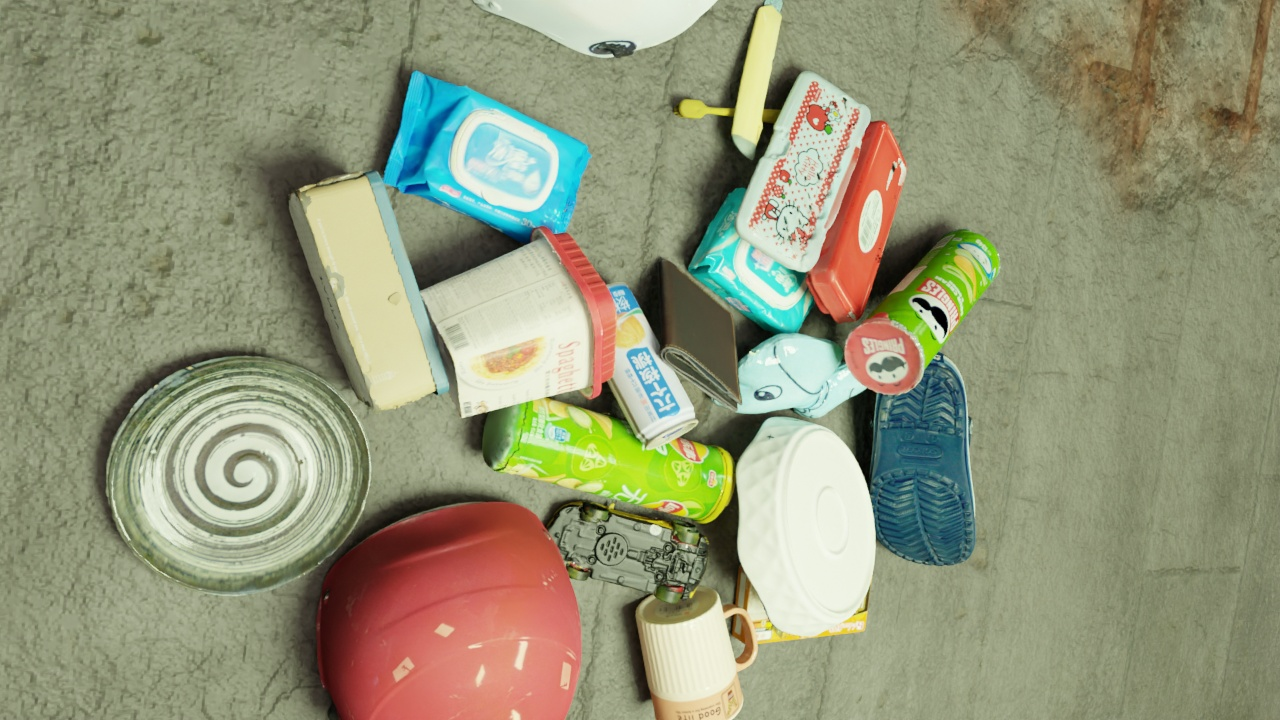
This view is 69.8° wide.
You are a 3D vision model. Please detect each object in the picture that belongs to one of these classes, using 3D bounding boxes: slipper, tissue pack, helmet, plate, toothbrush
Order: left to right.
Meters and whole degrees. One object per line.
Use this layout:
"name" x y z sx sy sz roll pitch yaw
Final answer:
"plate" -0.292 0.083 0.678 0.179 0.024 0.179 -4 100 -27
"helmet" -0.135 0.241 0.705 0.206 0.144 0.240 -12 106 -20
"tissue pack" -0.117 -0.154 0.719 0.157 0.052 0.095 20 87 -27
"helmet" -0.010 -0.359 0.695 0.258 0.146 0.229 5 94 -28
"toothbrush" 0.115 -0.226 0.849 0.189 0.017 0.016 -3 97 -28
"tissue pack" 0.115 -0.087 0.846 0.133 0.050 0.093 34 79 -27
"plate" 0.160 0.150 0.852 0.204 0.046 0.204 18 66 -47
"slipper" 0.284 0.096 0.935 0.095 0.105 0.253 -61 143 -55

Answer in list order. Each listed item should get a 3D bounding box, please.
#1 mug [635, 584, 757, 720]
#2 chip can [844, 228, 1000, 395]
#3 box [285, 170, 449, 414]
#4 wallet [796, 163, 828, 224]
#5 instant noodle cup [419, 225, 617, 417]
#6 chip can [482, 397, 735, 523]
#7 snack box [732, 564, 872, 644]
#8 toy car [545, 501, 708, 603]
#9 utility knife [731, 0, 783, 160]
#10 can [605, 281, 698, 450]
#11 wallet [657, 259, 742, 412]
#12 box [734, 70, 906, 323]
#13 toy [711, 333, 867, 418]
"mug" 0.057 0.266 0.844 0.114 0.082 0.106 -18 102 -27
"chip can" 0.271 -0.053 0.866 0.235 0.072 0.072 -39 114 -45
"box" -0.199 -0.044 0.673 0.062 0.090 0.184 -24 109 -23
"wallet" 0.173 -0.153 0.884 0.115 0.024 0.087 32 77 -28
"instant noodle cup" -0.095 -0.024 0.700 0.124 0.116 0.117 -19 144 -20
"chip can" -0.026 0.083 0.784 0.221 0.073 0.072 18 88 -27
"snack box" 0.164 0.240 0.925 0.153 0.026 0.075 3 95 -27
"toy car" -0.012 0.167 0.816 0.155 0.041 0.071 15 92 -14
"utility knife" 0.108 -0.260 0.827 0.031 0.018 0.167 19 80 -25
"can" -0.005 0.004 0.763 0.053 0.053 0.134 -22 76 -23
"wallet" 0.052 -0.024 0.797 0.020 0.122 0.096 -35 123 28
"box" 0.173 -0.150 0.827 0.161 0.059 0.200 38 61 -26
"toy" 0.148 0.014 0.859 0.161 0.049 0.156 -28 140 10
